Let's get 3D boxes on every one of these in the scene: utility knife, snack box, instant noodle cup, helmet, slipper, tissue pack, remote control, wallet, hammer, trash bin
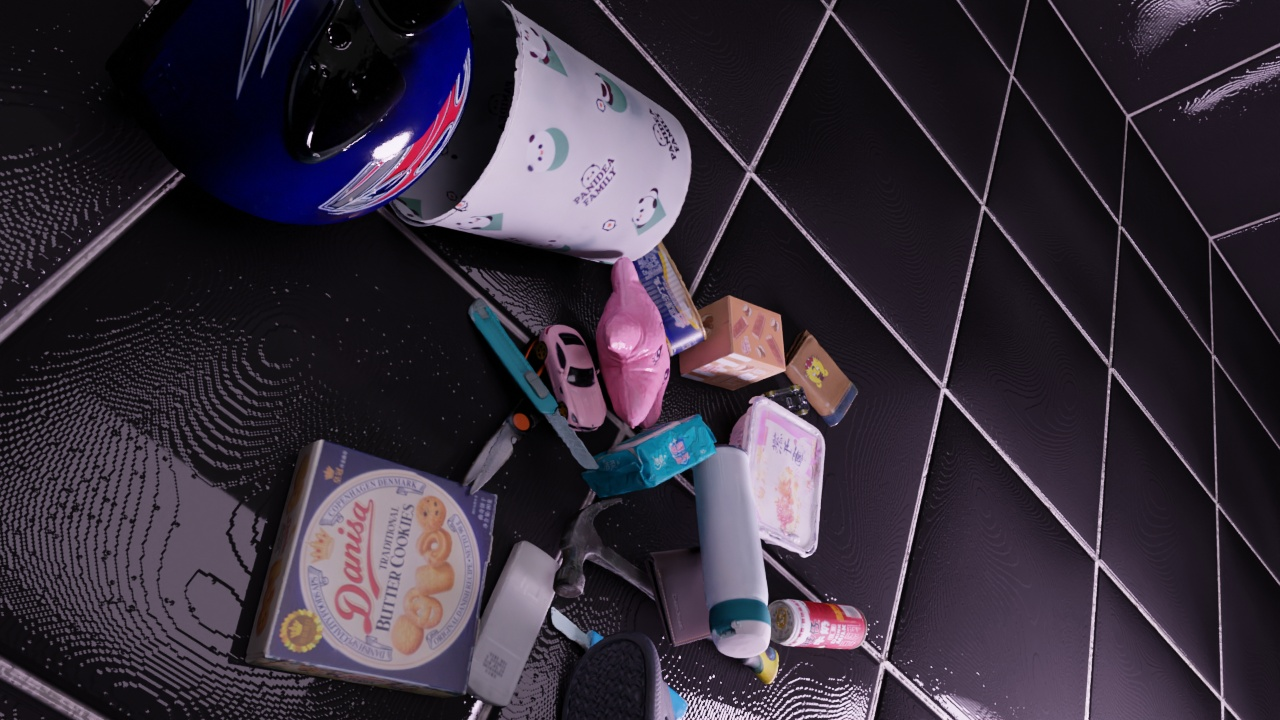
[{"bbox_3d":[-0.110,0.022,0.926,0.029,0.013,0.223,-26,72,-38],"label":"utility knife"},{"bbox_3d":[0.111,-0.020,1.131,0.094,0.093,0.077,16,63,-37],"label":"snack box"},{"bbox_3d":[0.157,0.146,1.129,0.138,0.061,0.173,30,54,-30],"label":"instant noodle cup"},{"bbox_3d":[-0.257,-0.261,0.766,0.240,0.247,0.315,38,90,-36],"label":"helmet"},{"bbox_3d":[-0.012,0.393,0.860,0.083,0.111,0.267,24,62,-52],"label":"slipper"},{"bbox_3d":[0.009,0.104,0.991,0.133,0.093,0.050,-22,92,-45],"label":"tissue pack"},{"bbox_3d":[-0.122,0.246,0.865,0.058,0.021,0.149,43,50,-24],"label":"remote control"},{"bbox_3d":[0.059,0.247,0.977,0.122,0.020,0.096,5,62,-47],"label":"wallet"},{"bbox_3d":[-0.221,0.181,0.787,0.182,0.046,0.177,24,58,-34],"label":"snack box"},{"bbox_3d":[-0.022,0.310,0.931,0.194,0.018,0.034,44,38,-19],"label":"utility knife"},{"bbox_3d":[0.250,0.023,1.282,0.115,0.033,0.090,48,49,-12],"label":"wallet"},{"bbox_3d":[0.039,0.258,0.988,0.323,0.032,0.125,39,41,-27],"label":"hammer"},{"bbox_3d":[-0.097,-0.216,0.945,0.251,0.230,0.229,14,64,-44],"label":"trash bin"}]

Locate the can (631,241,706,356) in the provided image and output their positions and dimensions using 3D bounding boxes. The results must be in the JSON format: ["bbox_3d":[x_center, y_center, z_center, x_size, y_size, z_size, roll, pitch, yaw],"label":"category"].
[{"bbox_3d":[0.024,-0.079,1.082,0.049,0.075,0.148,-27,89,-6],"label":"can"}]

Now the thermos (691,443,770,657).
[{"bbox_3d":[0.098,0.201,0.979,0.073,0.073,0.223,26,42,-32],"label":"thermos"}]

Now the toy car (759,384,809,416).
[{"bbox_3d":[0.184,0.059,1.205,0.090,0.035,0.042,-10,78,-43],"label":"toy car"}]

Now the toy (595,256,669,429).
[{"bbox_3d":[-0.006,0.006,0.996,0.195,0.075,0.178,72,17,-50],"label":"toy"}]

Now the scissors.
[{"bbox_3d":[-0.129,0.048,0.921,0.234,0.022,0.143,-22,77,-50],"label":"scissors"}]

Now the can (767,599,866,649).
[{"bbox_3d":[0.212,0.320,1.111,0.132,0.053,0.053,16,63,-37],"label":"can"}]

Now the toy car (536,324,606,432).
[{"bbox_3d":[-0.069,0.016,0.957,0.056,0.037,0.122,0,61,-43],"label":"toy car"}]
